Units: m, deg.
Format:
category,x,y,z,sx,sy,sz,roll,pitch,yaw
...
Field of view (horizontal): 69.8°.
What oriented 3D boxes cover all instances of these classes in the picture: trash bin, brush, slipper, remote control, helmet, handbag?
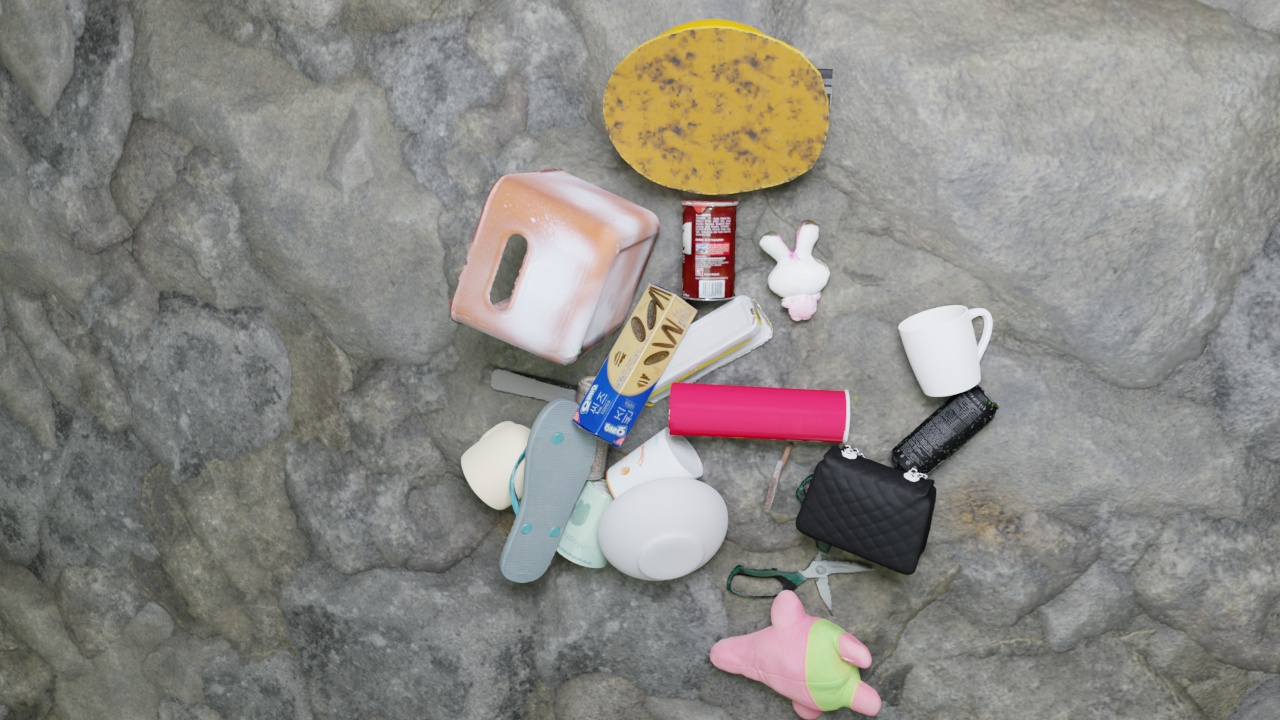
category,x,y,z,sx,sy,sz,roll,pitch,yaw
trash bin,-0.091,-0.116,1.107,0.157,0.259,0.182,25,108,8
brush,0.176,0.133,1.145,0.008,0.142,0.045,15,114,14
slipper,-0.126,0.170,1.229,0.098,0.055,0.269,7,106,-29
remote control,-0.146,0.038,1.289,0.137,0.013,0.033,13,105,15
helmet,0.093,-0.314,1.073,0.255,0.131,0.206,5,135,10
handbag,0.289,0.171,1.134,0.154,0.114,0.125,21,115,25

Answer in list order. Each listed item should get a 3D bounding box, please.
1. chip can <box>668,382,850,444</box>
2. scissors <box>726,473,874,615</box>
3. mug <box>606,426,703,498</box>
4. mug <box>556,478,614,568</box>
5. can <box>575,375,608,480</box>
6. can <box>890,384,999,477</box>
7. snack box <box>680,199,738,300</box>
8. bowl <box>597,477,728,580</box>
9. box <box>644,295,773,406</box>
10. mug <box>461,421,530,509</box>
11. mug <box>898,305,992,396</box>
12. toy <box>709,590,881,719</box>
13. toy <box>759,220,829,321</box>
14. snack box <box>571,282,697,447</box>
category,x,y,z,sx,sy,sz,roll,pitch,yaw
chip can,0.147,0.066,1.157,0.220,0.069,0.069,3,103,6
scissors,0.207,0.249,1.231,0.202,0.015,0.203,-5,100,17
mug,0.019,0.151,1.229,0.105,0.082,0.082,-38,90,19
mug,-0.074,0.215,1.279,0.111,0.084,0.104,30,102,38
can,-0.067,0.092,1.256,0.054,0.054,0.136,12,106,14
can,0.371,0.089,1.123,0.054,0.053,0.138,44,110,3
snack box,0.085,-0.139,1.148,0.072,0.072,0.121,4,104,16
bowl,0.034,0.236,1.204,0.176,0.066,0.177,-6,130,-8
box,0.069,-0.012,1.197,0.211,0.070,0.067,-31,72,20
mug,-0.185,0.133,1.285,0.100,0.096,0.120,-36,48,10
mug,0.374,-0.017,1.094,0.114,0.081,0.088,-23,103,-11
toy,0.203,0.404,1.232,0.237,0.096,0.192,-4,104,32
toy,0.194,-0.110,1.141,0.079,0.038,0.123,-10,99,6
snack box,-0.007,0.007,1.171,0.057,0.056,0.206,27,87,43
